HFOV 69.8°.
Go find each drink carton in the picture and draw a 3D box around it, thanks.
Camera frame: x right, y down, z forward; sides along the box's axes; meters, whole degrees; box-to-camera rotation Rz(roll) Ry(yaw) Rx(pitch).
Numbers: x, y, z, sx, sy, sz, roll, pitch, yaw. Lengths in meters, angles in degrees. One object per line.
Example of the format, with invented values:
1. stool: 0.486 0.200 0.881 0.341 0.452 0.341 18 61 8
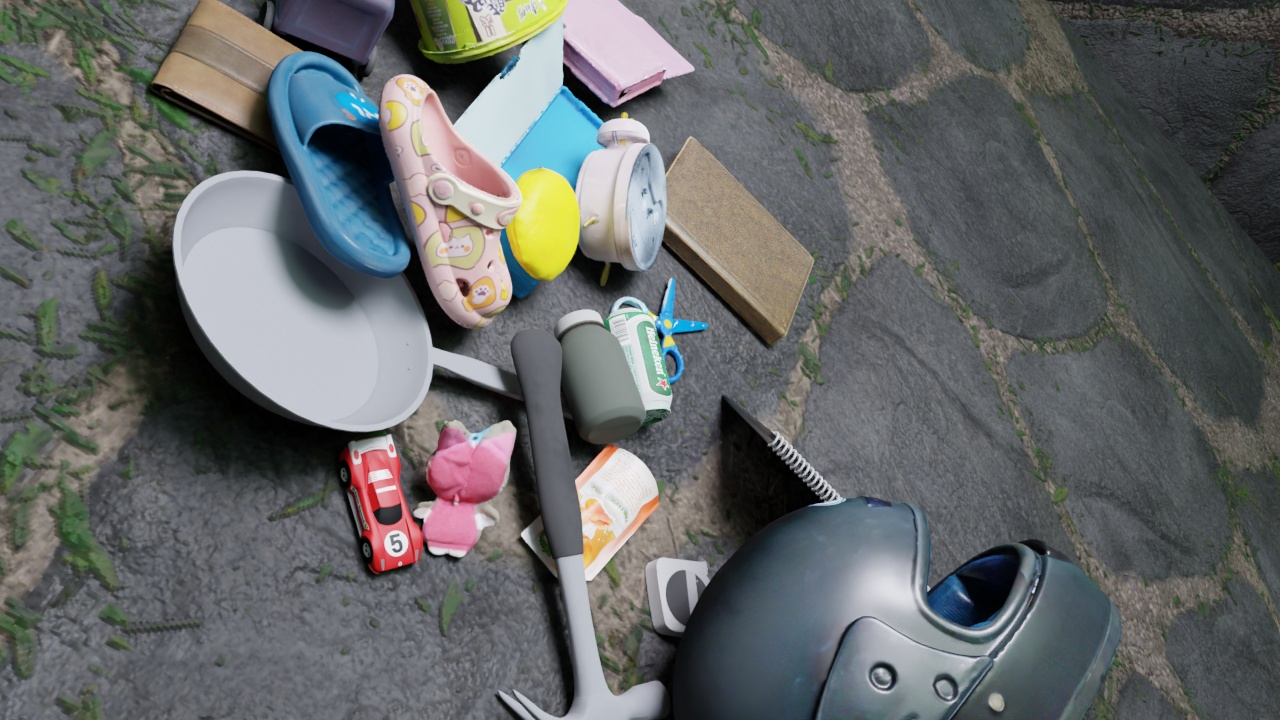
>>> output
1. drink carton: -0.038 0.129 0.742 0.069 0.039 0.121 51 49 -4

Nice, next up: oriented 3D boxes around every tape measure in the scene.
1. tape measure: 0.036 0.199 0.773 0.064 0.017 0.065 15 57 -35

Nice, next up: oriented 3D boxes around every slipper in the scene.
1. slipper: -0.217 -0.154 0.679 0.103 0.059 0.213 21 41 -51
2. slipper: -0.129 -0.121 0.690 0.093 0.081 0.197 -83 160 -61

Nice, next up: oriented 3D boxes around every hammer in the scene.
1. hammer: -0.061 0.125 0.691 0.124 0.030 0.310 -1 73 -35

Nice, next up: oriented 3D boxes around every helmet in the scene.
1. helmet: 0.165 0.218 0.682 0.236 0.249 0.316 43 81 10

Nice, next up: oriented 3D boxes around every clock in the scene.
1. clock: -0.014 -0.160 0.868 0.117 0.059 0.157 68 32 -58

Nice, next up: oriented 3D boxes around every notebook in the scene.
1. notebook: 0.090 -0.121 1.000 0.215 0.035 0.189 43 46 -14
2. notebook: 0.179 0.133 0.861 0.245 0.013 0.178 45 1 -12

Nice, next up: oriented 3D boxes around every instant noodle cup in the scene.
1. instant noodle cup: -0.147 -0.342 0.824 0.145 0.146 0.098 -64 144 -43

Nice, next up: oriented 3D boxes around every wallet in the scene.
1. wallet: -0.301 -0.216 0.716 0.121 0.027 0.098 27 53 -29

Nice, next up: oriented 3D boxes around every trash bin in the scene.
1. trash bin: -0.261 -0.340 0.780 0.093 0.092 0.160 13 53 -36

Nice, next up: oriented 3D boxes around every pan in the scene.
1. pan: -0.177 -0.010 0.678 0.356 0.051 0.200 31 37 -45

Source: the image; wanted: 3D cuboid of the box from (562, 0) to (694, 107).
1. box: -0.058 -0.379 0.985 0.232 0.039 0.178 43 43 6

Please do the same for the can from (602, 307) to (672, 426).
1. can: -0.005 0.005 0.826 0.053 0.053 0.101 6 62 -40

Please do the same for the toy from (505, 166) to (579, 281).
1. toy: -0.080 -0.113 0.765 0.095 0.041 0.094 -4 96 -64

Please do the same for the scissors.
1. scissors: 0.017 -0.036 0.903 0.127 0.015 0.125 32 49 -27

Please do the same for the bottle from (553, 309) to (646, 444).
1. bottle: -0.038 0.013 0.775 0.060 0.060 0.108 6 52 -40

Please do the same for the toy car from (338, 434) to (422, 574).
1. toy car: -0.179 0.099 0.635 0.038 0.025 0.089 -8 72 -44

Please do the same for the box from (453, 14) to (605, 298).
1. box: -0.107 -0.192 0.842 0.170 0.071 0.242 64 35 -34

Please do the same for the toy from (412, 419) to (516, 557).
1. toy: -0.132 0.089 0.669 0.065 0.050 0.102 12 92 -37
